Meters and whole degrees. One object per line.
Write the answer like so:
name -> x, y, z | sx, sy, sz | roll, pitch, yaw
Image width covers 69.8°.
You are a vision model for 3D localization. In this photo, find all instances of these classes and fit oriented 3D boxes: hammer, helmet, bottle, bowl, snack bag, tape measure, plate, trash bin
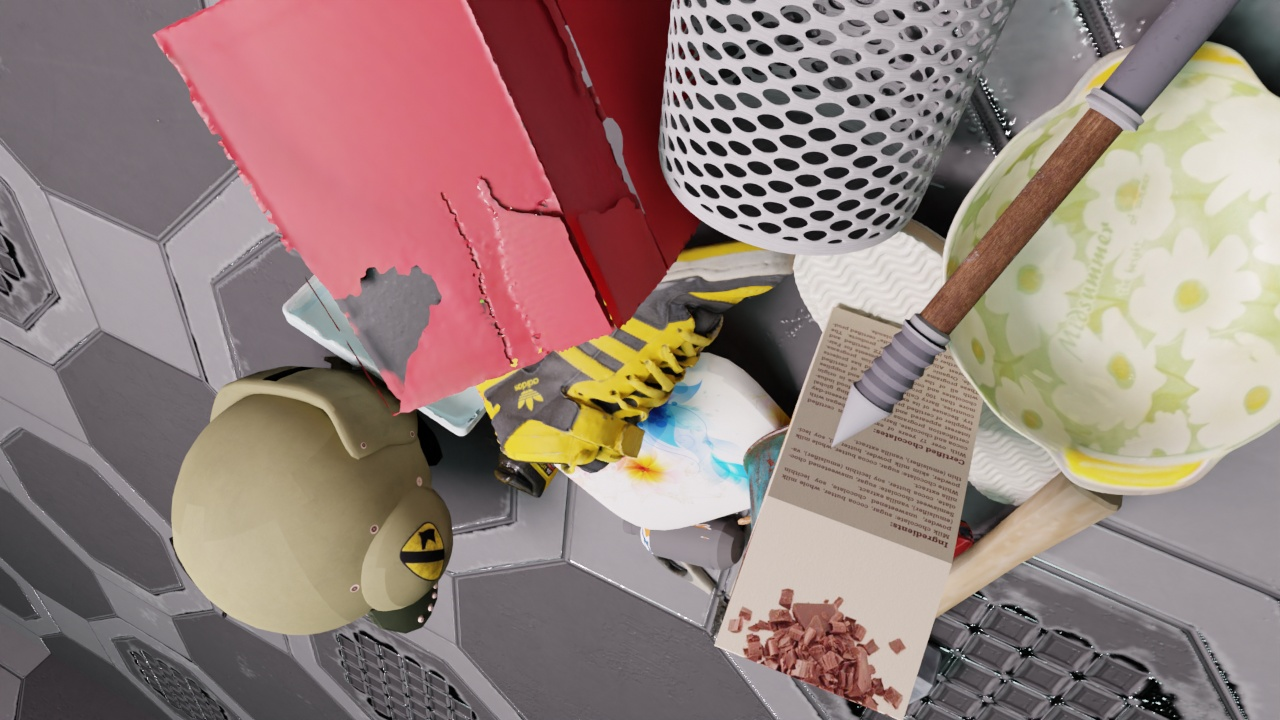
hammer -> 0.187, -0.081, 0.417 | 0.156, 0.043, 0.323 | 36, 111, 2
helmet -> -0.282, 0.114, 0.819 | 0.251, 0.254, 0.233 | 4, 131, 29
bottle -> 0.036, 0.154, 0.814 | 0.112, 0.046, 0.047 | 7, 130, 28
bowl -> 0.248, -0.044, 0.463 | 0.188, 0.060, 0.219 | 0, 104, 13
snack bag -> 0.117, 0.079, 0.500 | 0.094, 0.205, 0.070 | 20, 144, 9
tape measure -> -0.100, 0.087, 0.833 | 0.037, 0.064, 0.065 | 20, 168, 28
hammer -> 0.230, 0.165, 0.678 | 0.117, 0.051, 0.324 | 31, 141, 3
plate -> 0.027, 0.074, 0.708 | 0.187, 0.016, 0.187 | -23, 132, 28
trash bin -> 0.089, -0.162, 0.431 | 0.156, 0.156, 0.184 | 24, 138, 14

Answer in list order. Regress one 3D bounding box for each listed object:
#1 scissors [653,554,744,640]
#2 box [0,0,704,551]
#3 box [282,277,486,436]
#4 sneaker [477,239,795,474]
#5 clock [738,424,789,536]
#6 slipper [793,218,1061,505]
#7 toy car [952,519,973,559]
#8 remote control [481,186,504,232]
scissors -> 0.073, 0.214, 0.865 | 0.157, 0.012, 0.171 | 33, 136, 7
box -> -0.087, -0.097, 0.445 | 0.124, 0.377, 0.211 | 11, 135, 48
box -> -0.199, -0.036, 0.781 | 0.197, 0.077, 0.122 | 32, 119, 8
sneaker -> -0.004, 0.003, 0.592 | 0.239, 0.085, 0.122 | -15, 91, 24
clock -> 0.140, 0.082, 0.643 | 0.121, 0.073, 0.158 | 11, 144, -15
slipper -> 0.196, 0.000, 0.576 | 0.115, 0.052, 0.263 | -19, 125, 46
toy car -> 0.184, 0.133, 0.623 | 0.042, 0.036, 0.091 | 16, 134, -29
remote control -> -0.115, -0.148, 0.679 | 0.045, 0.008, 0.147 | -9, 121, 39
